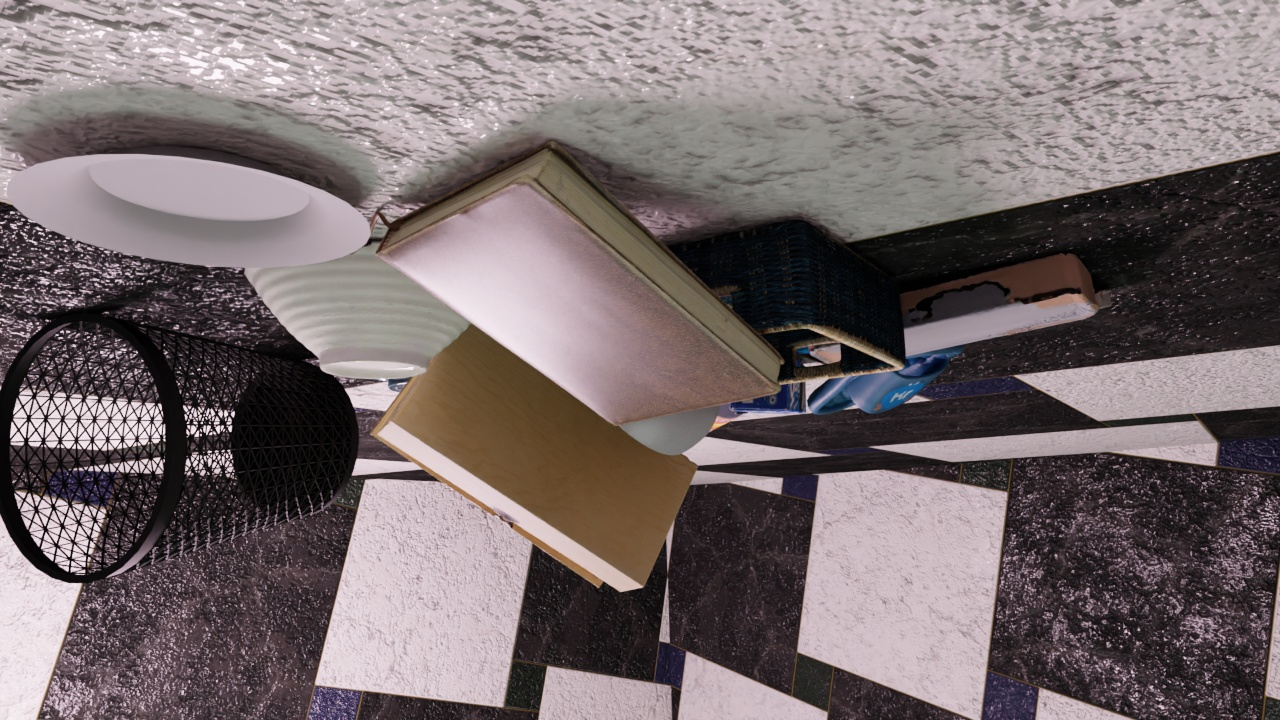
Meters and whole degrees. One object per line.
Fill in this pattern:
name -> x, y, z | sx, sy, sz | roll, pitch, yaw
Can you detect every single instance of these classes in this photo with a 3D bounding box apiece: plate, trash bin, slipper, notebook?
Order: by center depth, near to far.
plate -> -0.235, -0.084, 0.492 | 0.173, 0.019, 0.173 | -1, 169, 0
notebook -> -0.048, -0.028, 0.554 | 0.191, 0.034, 0.215 | -13, 140, 42
trash bin -> -0.407, 0.076, 0.850 | 0.217, 0.217, 0.243 | -6, 175, 23
slipper -> 0.254, 0.023, 0.953 | 0.103, 0.059, 0.214 | -9, 164, -25

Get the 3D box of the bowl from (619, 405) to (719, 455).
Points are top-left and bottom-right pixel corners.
bowl -> 0.014, 0.006, 0.745 | 0.064, 0.131, 0.131 | -42, 152, 20

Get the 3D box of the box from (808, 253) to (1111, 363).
box -> 0.262, -0.035, 0.759 | 0.217, 0.058, 0.153 | -14, 164, 34

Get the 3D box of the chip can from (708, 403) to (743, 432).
chip can -> 0.082, 0.055, 1.138 | 0.062, 0.062, 0.211 | 0, 169, -9

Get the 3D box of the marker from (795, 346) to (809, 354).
marker -> 0.151, -0.012, 0.930 | 0.018, 0.015, 0.123 | 0, 173, -40

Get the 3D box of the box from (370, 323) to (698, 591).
box -> -0.094, 0.082, 0.803 | 0.249, 0.140, 0.123 | 36, 146, -15

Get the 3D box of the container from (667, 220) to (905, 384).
container -> 0.092, -0.033, 0.658 | 0.146, 0.071, 0.187 | -9, 167, 33

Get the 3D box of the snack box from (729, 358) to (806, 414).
snack box -> 0.137, 0.027, 0.952 | 0.059, 0.059, 0.226 | 0, 176, 16

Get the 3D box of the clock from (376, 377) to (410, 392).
clock -> -0.207, 0.005, 0.873 | 0.124, 0.051, 0.089 | -1, 171, 1

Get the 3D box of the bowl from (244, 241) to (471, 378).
bowl -> -0.190, -0.027, 0.660 | 0.177, 0.071, 0.177 | -1, 170, 0
